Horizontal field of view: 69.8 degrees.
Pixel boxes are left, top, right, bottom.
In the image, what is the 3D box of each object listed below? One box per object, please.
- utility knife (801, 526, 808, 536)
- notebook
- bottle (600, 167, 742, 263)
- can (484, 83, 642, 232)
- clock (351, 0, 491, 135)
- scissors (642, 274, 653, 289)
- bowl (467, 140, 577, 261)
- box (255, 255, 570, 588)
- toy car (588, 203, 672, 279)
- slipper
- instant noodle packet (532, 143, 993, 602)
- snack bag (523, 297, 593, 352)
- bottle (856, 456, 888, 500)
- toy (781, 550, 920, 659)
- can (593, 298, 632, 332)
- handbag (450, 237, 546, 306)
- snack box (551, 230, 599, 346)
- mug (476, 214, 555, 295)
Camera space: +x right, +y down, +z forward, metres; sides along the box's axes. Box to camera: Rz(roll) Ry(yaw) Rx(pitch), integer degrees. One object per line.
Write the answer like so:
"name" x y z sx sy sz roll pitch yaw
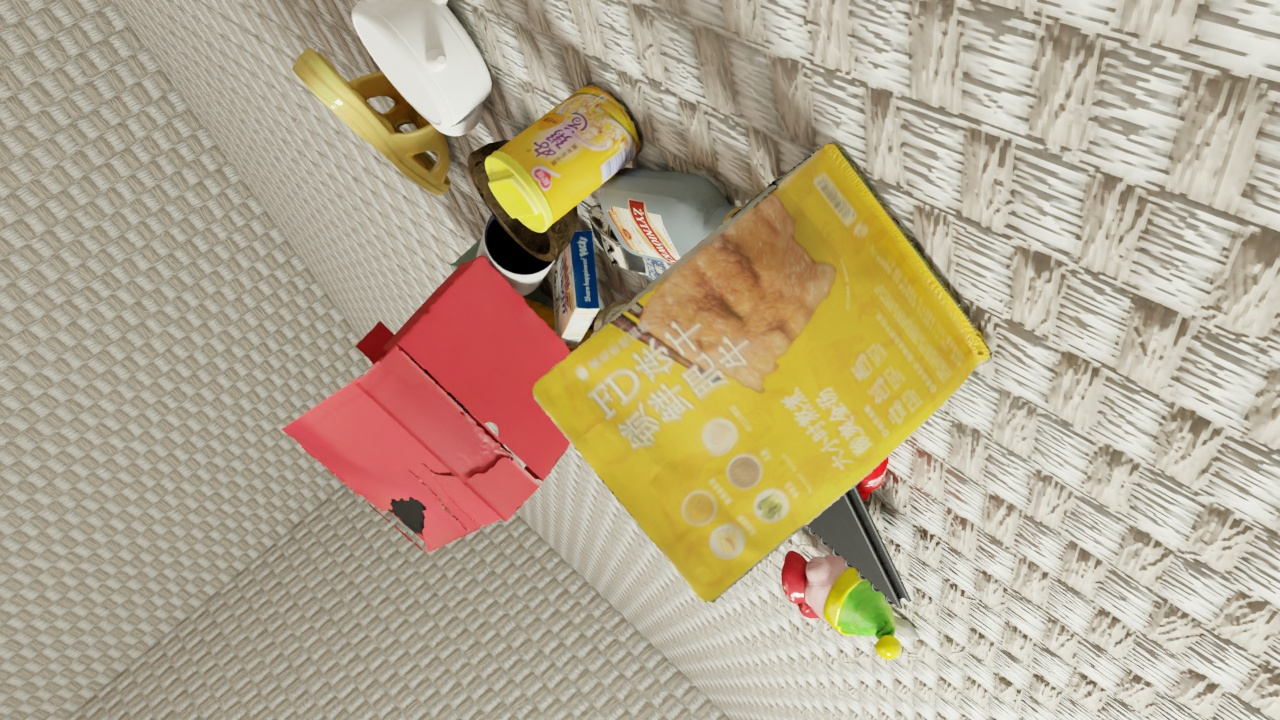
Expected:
"utility knife" 0.110 0.114 1.003 0.209 0.015 0.031 48 167 13
"notebook" 0.148 0.115 0.844 0.169 0.019 0.231 59 170 -31
"bottle" 0.035 -0.101 0.669 0.161 0.046 0.072 22 149 54
"can" -0.057 -0.151 0.684 0.067 0.105 0.068 43 162 17
"clock" -0.185 -0.274 0.807 0.125 0.072 0.161 47 170 4
"scissors" 0.032 -0.065 0.813 0.141 0.014 0.090 26 150 56
"bowl" -0.099 -0.157 0.849 0.121 0.056 0.121 42 162 17
"box" -0.203 0.071 0.932 0.211 0.315 0.124 48 176 -23
"toy car" -0.005 -0.095 0.786 0.113 0.040 0.048 36 160 32
"slipper" -0.265 -0.263 0.974 0.099 0.078 0.263 45 -177 16
"instant noodle packet" 0.068 0.008 0.537 0.163 0.221 0.084 52 166 -7
"snack bag" -0.078 0.022 1.134 0.160 0.068 0.247 30 158 20
"bottle" 0.179 0.083 0.736 0.036 0.036 0.119 39 161 27
"toy" 0.218 0.258 0.945 0.132 0.096 0.124 0 138 38
"can" -0.006 0.006 0.958 0.067 0.067 0.170 40 161 25
"handbag" -0.166 -0.088 1.137 0.106 0.067 0.122 35 160 23
"snack box" -0.069 -0.071 0.946 0.150 0.026 0.082 135 132 -73
"mug" -0.136 -0.132 0.978 0.097 0.078 0.112 147 109 -73
